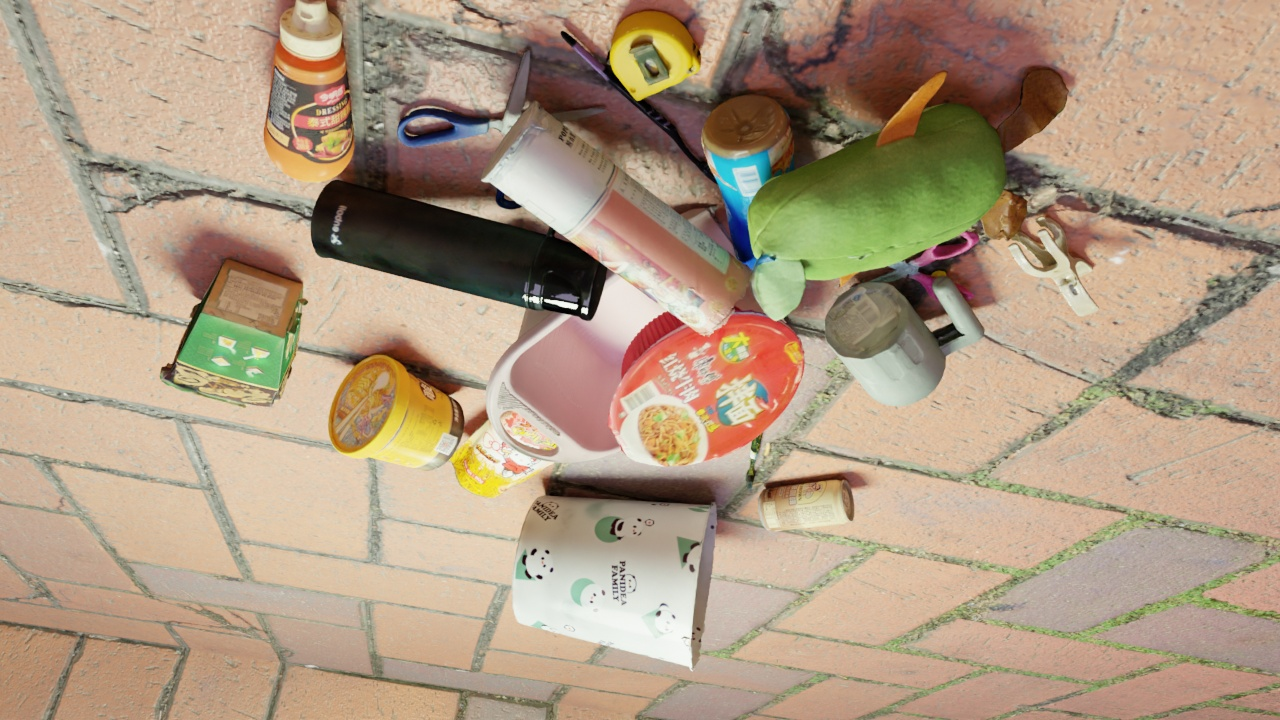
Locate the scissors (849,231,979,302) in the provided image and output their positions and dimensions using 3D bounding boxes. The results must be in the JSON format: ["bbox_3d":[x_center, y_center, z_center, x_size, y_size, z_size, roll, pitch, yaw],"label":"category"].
[{"bbox_3d":[0.244,-0.083,0.810,0.133,0.017,0.134,18,150,-11],"label":"scissors"}]

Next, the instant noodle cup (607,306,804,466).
[{"bbox_3d":[0.053,0.013,0.859,0.193,0.065,0.194,-14,136,-14],"label":"instant noodle cup"}]

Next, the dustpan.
[{"bbox_3d":[-0.005,0.005,0.879,0.274,0.138,0.222,-13,143,30],"label":"dustpan"}]

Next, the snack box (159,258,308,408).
[{"bbox_3d":[-0.402,-0.034,0.927,0.117,0.118,0.106,19,134,-20],"label":"snack box"}]

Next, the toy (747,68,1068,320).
[{"bbox_3d":[0.184,-0.120,0.661,0.246,0.090,0.227,-18,149,-12],"label":"toy"}]

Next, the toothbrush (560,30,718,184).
[{"bbox_3d":[0.010,-0.186,0.687,0.017,0.014,0.189,-29,134,32],"label":"toothbrush"}]

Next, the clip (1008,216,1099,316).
[{"bbox_3d":[0.350,-0.083,0.769,0.100,0.070,0.035,33,139,-25],"label":"clip"}]

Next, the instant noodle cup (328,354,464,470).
[{"bbox_3d":[-0.275,0.068,1.056,0.119,0.118,0.114,-17,148,33],"label":"instant noodle cup"}]

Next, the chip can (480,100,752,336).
[{"bbox_3d":[-0.014,-0.105,0.709,0.214,0.071,0.071,34,140,-20],"label":"chip can"}]

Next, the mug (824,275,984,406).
[{"bbox_3d":[0.242,-0.024,0.840,0.124,0.083,0.103,-29,141,20],"label":"mug"}]

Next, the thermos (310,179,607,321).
[{"bbox_3d":[-0.148,-0.103,0.777,0.242,0.090,0.068,14,180,5],"label":"thermos"}]

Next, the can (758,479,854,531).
[{"bbox_3d":[0.219,0.192,1.212,0.116,0.058,0.058,-12,144,27],"label":"can"}]

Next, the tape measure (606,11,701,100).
[{"bbox_3d":[0.007,-0.210,0.634,0.060,0.028,0.057,-15,142,30],"label":"tape measure"}]

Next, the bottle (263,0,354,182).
[{"bbox_3d":[-0.241,-0.201,0.669,0.066,0.066,0.150,13,141,-11],"label":"bottle"}]

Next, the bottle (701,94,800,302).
[{"bbox_3d":[0.102,-0.113,0.739,0.065,0.065,0.219,-4,147,16],"label":"bottle"}]

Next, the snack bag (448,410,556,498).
[{"bbox_3d":[-0.141,0.099,1.138,0.128,0.073,0.208,29,135,-31],"label":"snack bag"}]

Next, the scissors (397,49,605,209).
[{"bbox_3d":[-0.109,-0.177,0.724,0.176,0.012,0.162,0,147,7],"label":"scissors"}]

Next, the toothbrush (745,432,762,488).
[{"bbox_3d":[0.142,0.114,1.140,0.012,0.017,0.186,6,148,6],"label":"toothbrush"}]

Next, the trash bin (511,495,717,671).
[{"bbox_3d":[-0.032,0.297,1.286,0.252,0.229,0.230,6,149,10],"label":"trash bin"}]
